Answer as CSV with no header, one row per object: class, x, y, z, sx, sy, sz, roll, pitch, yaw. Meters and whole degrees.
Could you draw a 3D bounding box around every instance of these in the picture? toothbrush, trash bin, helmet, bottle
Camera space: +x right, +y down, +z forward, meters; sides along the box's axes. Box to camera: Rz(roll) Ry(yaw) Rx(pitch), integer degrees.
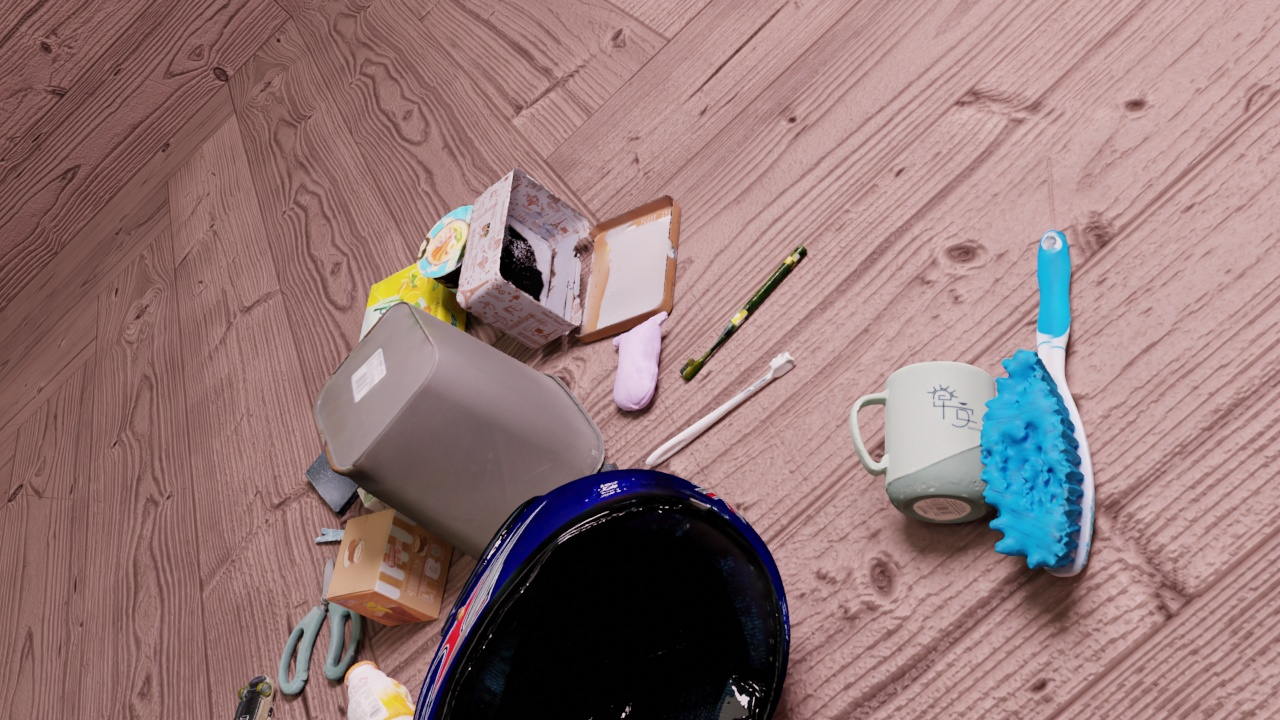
toothbrush,0.076,0.050,0.904,0.180,0.016,0.016,-38,35,10
toothbrush,0.107,-0.051,0.957,0.186,0.012,0.017,-47,31,0
trash bin,-0.194,0.071,0.948,0.199,0.219,0.198,-49,39,5
helmet,-0.032,0.235,0.682,0.314,0.247,0.241,-55,-1,-18
bottle,-0.263,0.348,0.920,0.063,0.063,0.108,-52,42,-5

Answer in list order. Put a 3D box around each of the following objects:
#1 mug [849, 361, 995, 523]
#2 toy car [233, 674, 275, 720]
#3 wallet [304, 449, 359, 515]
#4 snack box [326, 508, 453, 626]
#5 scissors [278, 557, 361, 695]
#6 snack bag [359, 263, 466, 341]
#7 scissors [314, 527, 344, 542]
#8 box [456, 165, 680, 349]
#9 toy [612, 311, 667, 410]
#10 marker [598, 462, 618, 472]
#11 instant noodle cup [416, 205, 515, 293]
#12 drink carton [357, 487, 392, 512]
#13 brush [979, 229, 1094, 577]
mug,0.219,0.064,0.713,0.112,0.082,0.106,6,63,6
toy car,-0.440,0.405,1.043,0.042,0.035,0.090,-18,49,26
wallet,-0.391,0.139,1.216,0.097,0.019,0.121,-52,44,-7
snack box,-0.269,0.225,0.994,0.077,0.094,0.092,-16,51,30
scissors,-0.355,0.300,1.067,0.162,0.019,0.178,-10,51,35
snack bag,-0.304,-0.031,1.234,0.158,0.068,0.246,-22,48,25
scissors,-0.361,0.210,1.142,0.137,0.017,0.072,-2,49,44
box,-0.088,-0.132,1.067,0.218,0.157,0.180,-17,50,30
toy,-0.006,0.006,0.986,0.084,0.039,0.107,-27,49,41
marker,-0.013,0.148,0.902,0.022,0.018,0.130,-34,43,3
instant noodle cup,-0.207,-0.120,1.183,0.111,0.120,0.111,-20,49,25
drink carton,-0.278,0.130,1.103,0.122,0.053,0.045,-49,42,-3
brush,0.306,0.013,0.699,0.061,0.109,0.313,-16,58,41
